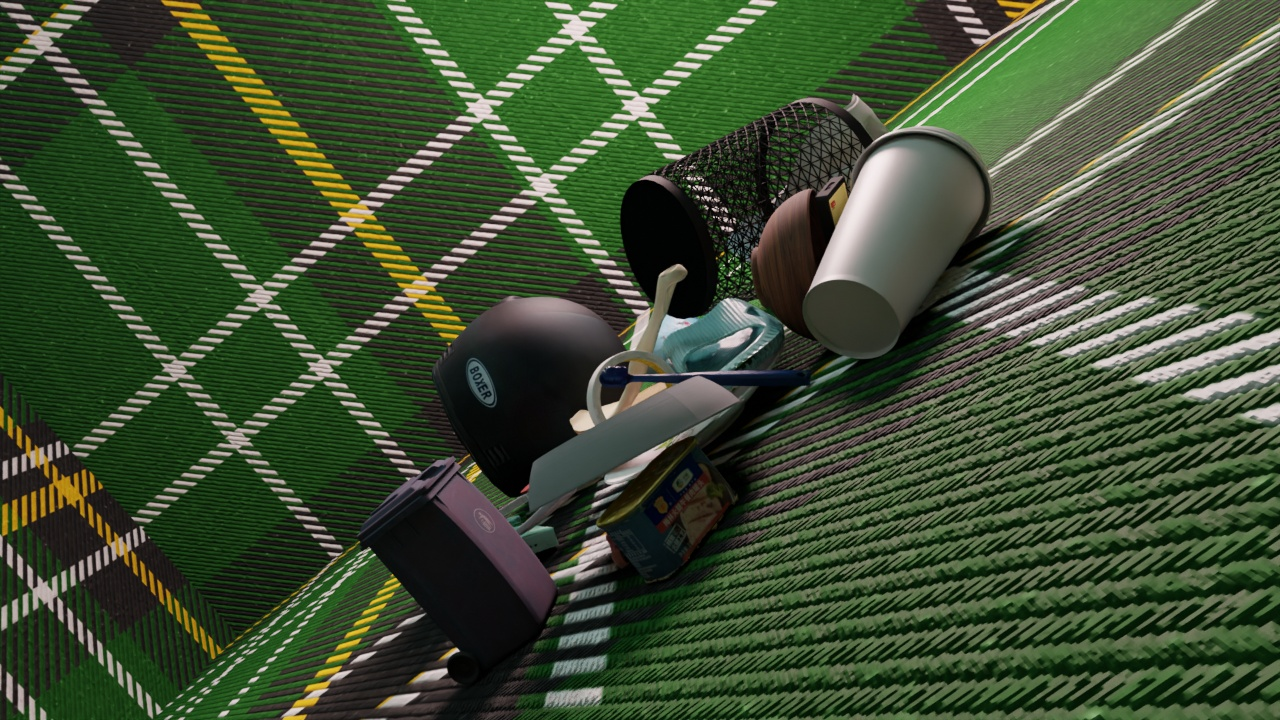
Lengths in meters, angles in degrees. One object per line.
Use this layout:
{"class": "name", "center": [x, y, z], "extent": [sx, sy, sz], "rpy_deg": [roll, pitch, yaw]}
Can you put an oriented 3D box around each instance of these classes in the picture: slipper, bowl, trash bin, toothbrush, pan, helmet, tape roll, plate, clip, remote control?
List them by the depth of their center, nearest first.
{"class": "clip", "center": [-0.017, 0.156, 0.757], "extent": [0.044, 0.023, 0.060], "rpy_deg": [-41, 12, -30]}
{"class": "trash bin", "center": [-0.155, 0.173, 0.779], "extent": [0.092, 0.161, 0.093], "rpy_deg": [-37, 6, 15]}
{"class": "toothbrush", "center": [0.059, 0.014, 0.810], "extent": [0.190, 0.016, 0.017], "rpy_deg": [0, -24, -8]}
{"class": "pan", "center": [-0.047, 0.098, 0.820], "extent": [0.200, 0.051, 0.358], "rpy_deg": [-24, -6, -36]}
{"class": "bowl", "center": [0.146, -0.085, 0.884], "extent": [0.069, 0.147, 0.147], "rpy_deg": [-10, 17, 20]}
{"class": "tape roll", "center": [-0.005, 0.038, 0.890], "extent": [0.093, 0.094, 0.019], "rpy_deg": [-41, 7, -20]}
{"class": "remote control", "center": [0.200, -0.108, 0.896], "extent": [0.013, 0.133, 0.058], "rpy_deg": [-3, 29, 32]}
{"class": "plate", "center": [0.061, 0.061, 0.934], "extent": [0.229, 0.030, 0.229], "rpy_deg": [-38, 6, 5]}
{"class": "slipper", "center": [0.085, -0.025, 0.958], "extent": [0.116, 0.069, 0.276], "rpy_deg": [-35, 6, 7]}
{"class": "trash bin", "center": [0.122, -0.165, 1.061], "extent": [0.242, 0.217, 0.217], "rpy_deg": [-24, -1, -27]}
{"class": "helmet", "center": [-0.122, 0.046, 1.227], "extent": [0.236, 0.249, 0.316], "rpy_deg": [-29, -20, -4]}
{"class": "helmet", "center": [0.238, -0.232, 1.306], "extent": [0.283, 0.184, 0.223], "rpy_deg": [-25, 8, 41]}

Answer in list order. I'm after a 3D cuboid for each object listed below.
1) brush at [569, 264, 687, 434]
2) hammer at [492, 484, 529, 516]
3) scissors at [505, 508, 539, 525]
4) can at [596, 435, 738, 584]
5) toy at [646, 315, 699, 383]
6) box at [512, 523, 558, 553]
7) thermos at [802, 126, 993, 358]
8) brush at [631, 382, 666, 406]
{"class": "brush", "center": [-0.006, 0.006, 0.950], "extent": [0.273, 0.077, 0.061], "rpy_deg": [-64, -1, 42]}
{"class": "hammer", "center": [-0.094, 0.129, 0.978], "extent": [0.316, 0.036, 0.126], "rpy_deg": [-33, -2, 17]}
{"class": "scissors", "center": [-0.149, 0.193, 1.130], "extent": [0.071, 0.014, 0.130], "rpy_deg": [-19, -5, 39]}
{"class": "can", "center": [0.022, 0.109, 0.678], "extent": [0.099, 0.059, 0.054], "rpy_deg": [-44, 8, -37]}
{"class": "toy", "center": [0.077, -0.037, 1.258], "extent": [0.180, 0.115, 0.183], "rpy_deg": [-28, 13, -13]}
{"class": "box", "center": [-0.167, 0.226, 1.025], "extent": [0.137, 0.057, 0.187], "rpy_deg": [-35, 3, -21]}
{"class": "thermos", "center": [0.222, -0.103, 0.808], "extent": [0.132, 0.131, 0.221], "rpy_deg": [-31, 17, 51]}
{"class": "brush", "center": [0.023, 0.060, 1.099], "extent": [0.117, 0.049, 0.039], "rpy_deg": [-29, 34, 54]}
